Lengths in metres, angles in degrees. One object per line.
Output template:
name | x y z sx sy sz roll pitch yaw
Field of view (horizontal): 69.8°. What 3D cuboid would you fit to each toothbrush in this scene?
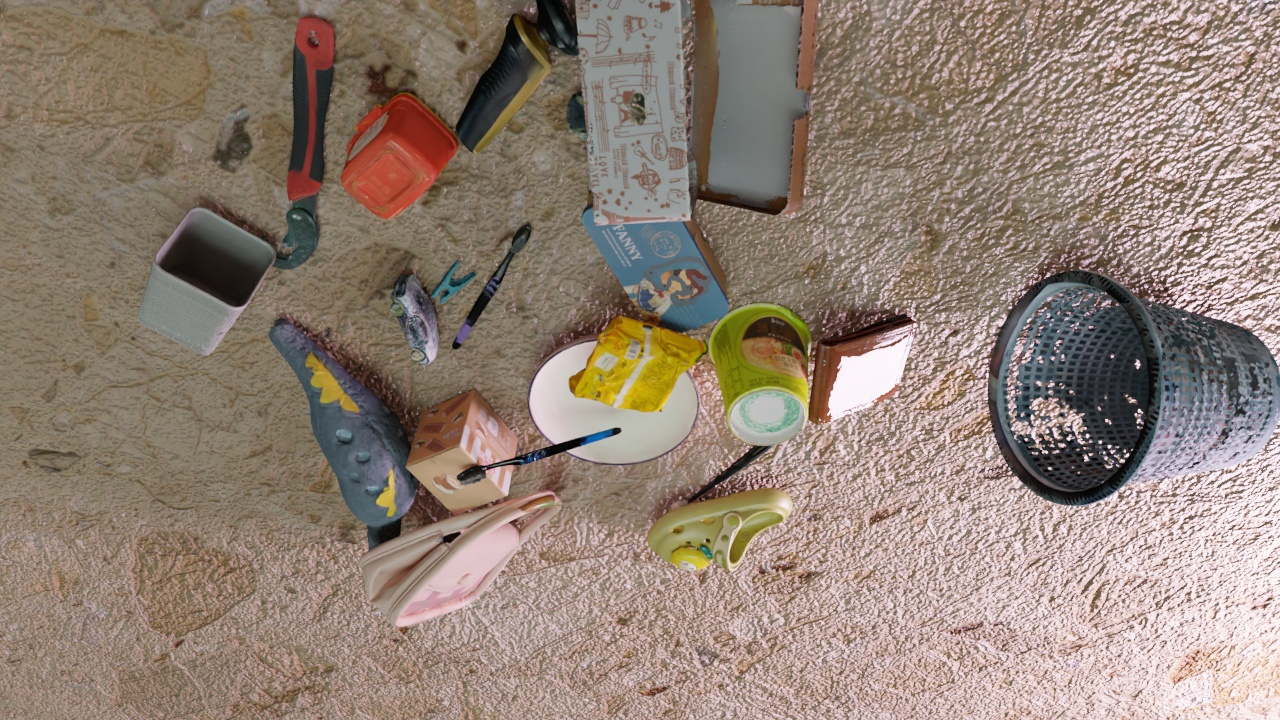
toothbrush | 0.100 0.141 1.123 0.181 0.015 0.018 -40 147 29
toothbrush | -0.109 0.104 1.010 0.189 0.016 0.014 -16 122 -12
toothbrush | -0.159 -0.071 0.960 0.014 0.016 0.190 25 128 -18

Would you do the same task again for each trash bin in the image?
trash bin | 0.496 0.031 0.909 0.195 0.226 0.227 3 131 -17

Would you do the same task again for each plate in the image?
plate | -0.029 0.039 1.030 0.192 0.039 0.193 1 130 1

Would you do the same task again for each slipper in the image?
slipper | 0.100 0.217 1.137 0.191 0.081 0.091 -20 143 13

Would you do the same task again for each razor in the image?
razor | -0.108 -0.243 0.797 0.067 0.062 0.168 4 144 -43

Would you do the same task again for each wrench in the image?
wrench | -0.319 -0.192 0.865 0.056 0.016 0.274 17 129 -12

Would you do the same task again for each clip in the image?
clip | -0.197 -0.081 0.954 0.040 0.014 0.056 38 120 -25

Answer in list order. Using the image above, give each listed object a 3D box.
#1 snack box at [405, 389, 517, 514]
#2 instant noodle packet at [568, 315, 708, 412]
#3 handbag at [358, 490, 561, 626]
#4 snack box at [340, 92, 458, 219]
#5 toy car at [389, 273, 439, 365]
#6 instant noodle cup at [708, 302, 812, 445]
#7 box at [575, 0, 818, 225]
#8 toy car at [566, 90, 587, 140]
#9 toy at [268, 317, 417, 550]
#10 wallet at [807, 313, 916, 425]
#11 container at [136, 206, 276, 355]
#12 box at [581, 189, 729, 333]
snack box | -0.203 0.106 1.056 0.077 0.094 0.093 -22 126 19
instant noodle packet | -0.006 0.005 0.931 0.110 0.044 0.129 13 146 -16
handbag | -0.199 0.221 1.111 0.234 0.093 0.193 -35 164 13
snack box | -0.222 -0.182 0.828 0.091 0.080 0.082 -33 120 26
toy car | -0.233 -0.042 0.965 0.031 0.048 0.106 -4 130 8
instant noodle cup | 0.129 0.021 0.953 0.112 0.123 0.112 1 129 1
box | 0.054 -0.204 0.726 0.178 0.152 0.182 0 112 9
toy car | -0.020 -0.221 0.817 0.090 0.034 0.043 1 132 3
toy | -0.321 0.113 1.057 0.138 0.091 0.357 13 130 31
wallet | 0.229 0.007 0.963 0.124 0.032 0.101 -17 132 -27
container | -0.436 -0.074 0.915 0.090 0.090 0.115 32 136 -21
box | 0.015 -0.111 0.891 0.090 0.061 0.184 -23 127 19
